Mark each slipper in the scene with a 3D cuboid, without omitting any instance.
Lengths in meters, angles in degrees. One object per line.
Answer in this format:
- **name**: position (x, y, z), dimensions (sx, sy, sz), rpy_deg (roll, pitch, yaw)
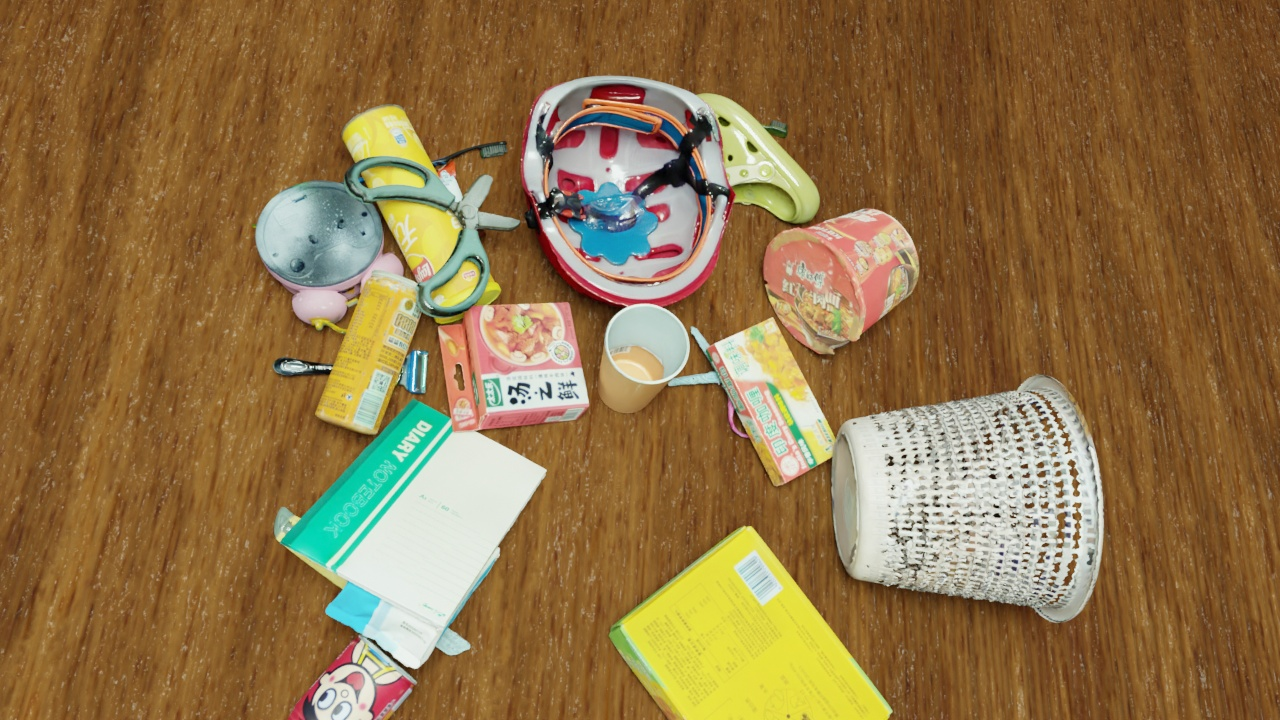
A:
- **slipper**: position (0.109, -0.210, 1.006), dimensions (0.190, 0.092, 0.081), rpy_deg (42, 70, 3)

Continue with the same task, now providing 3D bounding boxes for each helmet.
- **helmet**: position (-0.020, -0.155, 0.933), dimensions (0.206, 0.144, 0.240), rpy_deg (-4, 82, -13)

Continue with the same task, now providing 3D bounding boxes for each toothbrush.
- **toothbrush**: position (0.085, -0.298, 1.075), dimensions (0.186, 0.012, 0.017), rpy_deg (18, 61, -3)
- **toothbrush**: position (-0.232, -0.207, 0.980), dimensions (0.189, 0.014, 0.016), rpy_deg (-19, 97, -16)

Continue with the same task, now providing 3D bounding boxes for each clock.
- **clock**: position (-0.302, -0.097, 0.900), dimensions (0.117, 0.060, 0.158), rpy_deg (-30, 76, -20)

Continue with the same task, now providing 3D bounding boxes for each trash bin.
- **trash bin**: position (0.286, 0.128, 0.857), dimensions (0.192, 0.228, 0.227), rpy_deg (-1, 69, 2)

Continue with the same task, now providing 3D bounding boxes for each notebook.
- **notebook**: position (-0.188, 0.125, 0.804), dimensions (0.150, 0.012, 0.208), rpy_deg (27, 36, 3)

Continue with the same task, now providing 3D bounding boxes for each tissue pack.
- **tissue pack**: position (-0.191, 0.190, 0.789), dimensions (0.090, 0.063, 0.139), rpy_deg (32, 37, 3)

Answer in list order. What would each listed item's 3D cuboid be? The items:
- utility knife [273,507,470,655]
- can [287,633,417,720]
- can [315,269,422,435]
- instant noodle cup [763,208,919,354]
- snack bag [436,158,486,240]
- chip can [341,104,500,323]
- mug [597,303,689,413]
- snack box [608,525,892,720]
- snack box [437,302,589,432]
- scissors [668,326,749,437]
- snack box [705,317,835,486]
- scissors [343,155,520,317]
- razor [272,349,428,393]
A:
- **utility knife**: position (-0.244, 0.202, 0.824), dimensions (0.213, 0.022, 0.031), rpy_deg (35, 73, -1)
- **can**: position (-0.241, 0.284, 0.761), dimensions (0.066, 0.067, 0.093), rpy_deg (39, 68, 5)
- **can**: position (-0.248, -0.007, 0.849), dimensions (0.058, 0.058, 0.146), rpy_deg (18, 78, -4)
- **instant noodle cup**: position (0.213, -0.092, 0.961), dimensions (0.108, 0.138, 0.138), rpy_deg (-28, 77, -28)
- **snack bag**: position (-0.198, -0.161, 0.960), dimensions (0.048, 0.026, 0.104), rpy_deg (-29, 77, 5)
- **chip can**: position (-0.218, -0.145, 0.912), dimensions (0.072, 0.072, 0.213), rpy_deg (-26, 84, -19)
- **mug**: position (-0.005, 0.005, 0.882), dimensions (0.078, 0.123, 0.078), rpy_deg (4, 69, -10)
- **snack box**: position (0.095, 0.280, 0.825), dimensions (0.157, 0.070, 0.210), rpy_deg (-34, 79, -20)
- **snack box**: position (-0.124, 0.005, 0.892), dimensions (0.127, 0.044, 0.113), rpy_deg (-5, 71, -23)
- **scissors**: position (0.092, 0.022, 0.950), dimensions (0.133, 0.017, 0.135), rpy_deg (-8, 76, -17)
- **snack box**: position (0.135, 0.041, 0.932), dimensions (0.076, 0.027, 0.155), rpy_deg (-24, 85, -25)
- **scissors**: position (-0.202, -0.130, 0.858), dimensions (0.179, 0.019, 0.169), rpy_deg (29, 59, -16)
- **razor**: position (-0.278, 0.009, 0.883), dimensions (0.142, 0.022, 0.042), rpy_deg (2, 80, -11)
